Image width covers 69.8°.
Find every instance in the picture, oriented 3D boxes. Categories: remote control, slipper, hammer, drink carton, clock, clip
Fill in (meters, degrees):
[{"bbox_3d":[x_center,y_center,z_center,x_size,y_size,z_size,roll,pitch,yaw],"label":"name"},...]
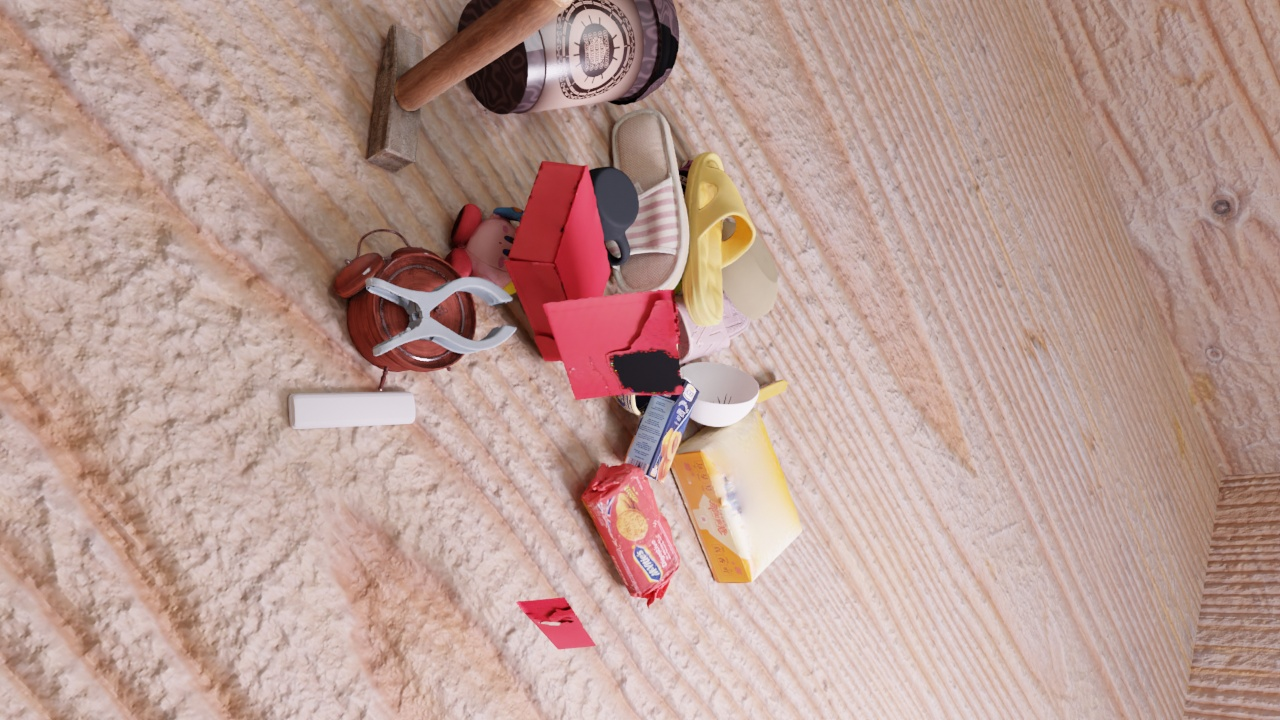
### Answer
[{"bbox_3d":[-0.281,0.048,0.903,0.130,0.012,0.033,1,80,-45],"label":"remote control"},{"bbox_3d":[0.090,-0.055,1.264,0.238,0.065,0.094,-19,95,-47],"label":"slipper"},{"bbox_3d":[-0.168,-0.304,0.888,0.037,0.302,0.157,16,70,-42],"label":"hammer"},{"bbox_3d":[0.106,-0.169,1.211,0.099,0.079,0.262,41,48,-52],"label":"slipper"},{"bbox_3d":[0.027,0.083,1.145,0.130,0.040,0.064,-68,157,-8],"label":"drink carton"},{"bbox_3d":[-0.239,-0.058,0.927,0.120,0.072,0.157,-19,95,-46],"label":"clock"},{"bbox_3d":[-0.002,-0.208,1.184,0.052,0.115,0.262,31,54,-65],"label":"slipper"},{"bbox_3d":[-0.195,-0.061,0.900,0.162,0.028,0.112,-7,87,-47],"label":"clip"}]

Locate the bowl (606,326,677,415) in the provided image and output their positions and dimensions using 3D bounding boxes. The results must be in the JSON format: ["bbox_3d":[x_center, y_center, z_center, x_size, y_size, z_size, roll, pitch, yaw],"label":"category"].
[{"bbox_3d":[-0.007,0.007,1.145,0.112,0.061,0.113,-46,147,-43],"label":"bowl"}]

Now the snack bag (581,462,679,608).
[{"bbox_3d":[-0.007,0.203,1.098,0.082,0.082,0.176,-39,109,-43],"label":"snack bag"}]

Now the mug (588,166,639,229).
[{"bbox_3d":[-0.051,-0.171,1.125,0.085,0.095,0.121,-42,110,-42],"label":"mug"}]

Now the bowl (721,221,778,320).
[{"bbox_3d":[0.155,-0.137,1.319,0.152,0.051,0.152,42,32,-36],"label":"bowl"}]

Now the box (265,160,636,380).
[{"bbox_3d":[-0.190,-0.092,1.033,0.217,0.351,0.197,76,22,-61],"label":"box"}]

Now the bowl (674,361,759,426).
[{"bbox_3d":[0.098,0.051,1.229,0.114,0.115,0.051,-26,132,-45],"label":"bowl"}]

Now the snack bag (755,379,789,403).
[{"bbox_3d":[0.185,0.047,1.363,0.099,0.026,0.020,-19,95,-45],"label":"snack bag"}]

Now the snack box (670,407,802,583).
[{"bbox_3d":[0.136,0.181,1.243,0.144,0.081,0.195,-31,103,-45],"label":"snack box"}]

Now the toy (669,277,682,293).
[{"bbox_3d":[0.035,-0.132,1.240,0.093,0.036,0.094,-20,73,-30],"label":"toy"}]

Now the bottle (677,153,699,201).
[{"bbox_3d":[0.057,-0.238,1.276,0.059,0.060,0.165,55,40,-21],"label":"bottle"}]

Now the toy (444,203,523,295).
[{"bbox_3d":[-0.153,-0.115,1.037,0.131,0.097,0.124,15,63,-23],"label":"toy"}]

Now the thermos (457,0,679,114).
[{"bbox_3d":[-0.088,-0.379,1.093,0.225,0.173,0.173,-27,100,-39],"label":"thermos"}]
